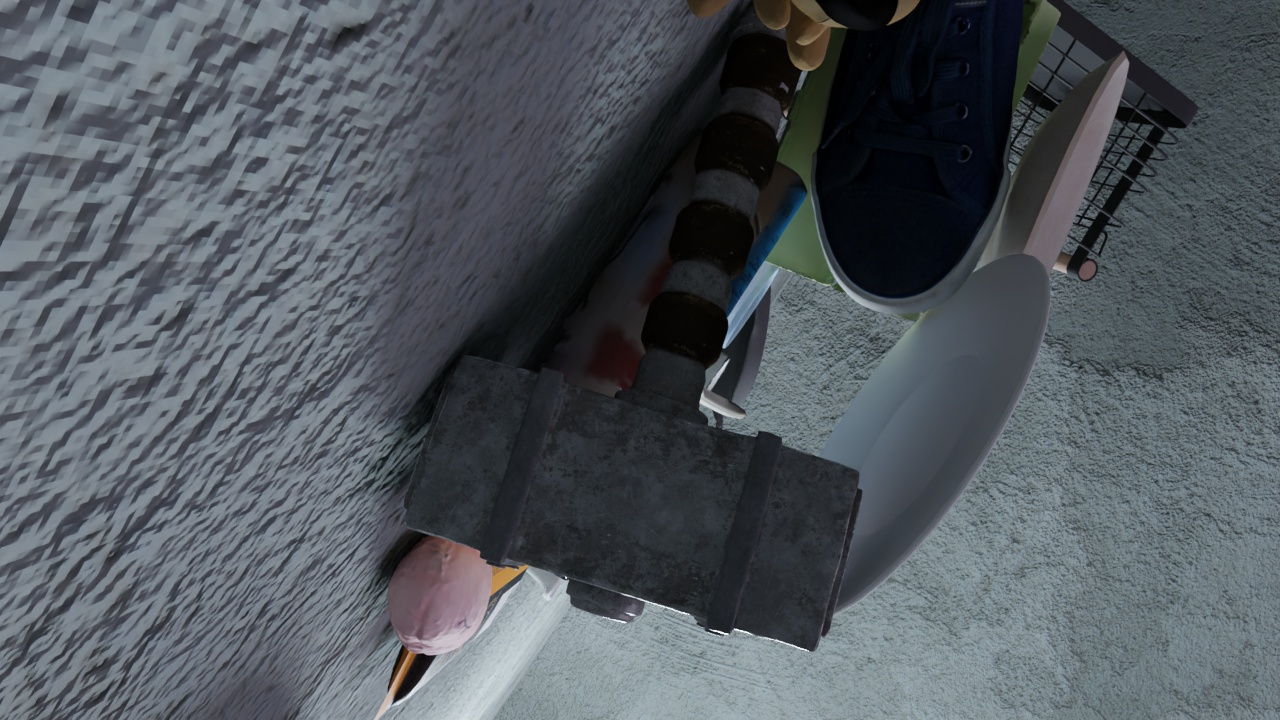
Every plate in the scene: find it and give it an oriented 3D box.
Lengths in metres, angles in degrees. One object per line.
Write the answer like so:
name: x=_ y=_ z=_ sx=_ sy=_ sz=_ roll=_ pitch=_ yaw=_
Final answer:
plate: x=0.230 y=-0.085 z=0.534 sx=0.188 sy=0.027 sz=0.189 roll=-45 pitch=148 yaw=-38
plate: x=0.131 y=0.040 z=0.452 sx=0.208 sy=0.015 sz=0.208 roll=-57 pitch=-178 yaw=3

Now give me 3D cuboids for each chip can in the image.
chip can: x=0.000 y=-0.018 z=0.506 sx=0.229 sy=0.080 sz=0.080 roll=-57 pitch=173 yaw=-2

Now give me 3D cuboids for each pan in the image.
pan: x=0.101 y=0.033 z=1.003 sx=0.217 sy=0.024 sz=0.354 roll=141 pitch=-41 yaw=-82

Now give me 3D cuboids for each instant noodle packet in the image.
instant noodle packet: x=-0.117 y=0.162 z=0.686 sx=0.160 sy=0.032 sz=0.220 roll=-62 pitch=172 yaw=3

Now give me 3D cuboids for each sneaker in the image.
sneaker: x=0.146 y=-0.168 z=0.445 sx=0.127 sy=0.121 sz=0.294 roll=-3 pitch=103 yaw=-67

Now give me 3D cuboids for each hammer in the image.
hammer: x=0.029 y=-0.046 z=0.419 sx=0.079 sy=0.177 sz=0.325 roll=91 pitch=15 yaw=-77

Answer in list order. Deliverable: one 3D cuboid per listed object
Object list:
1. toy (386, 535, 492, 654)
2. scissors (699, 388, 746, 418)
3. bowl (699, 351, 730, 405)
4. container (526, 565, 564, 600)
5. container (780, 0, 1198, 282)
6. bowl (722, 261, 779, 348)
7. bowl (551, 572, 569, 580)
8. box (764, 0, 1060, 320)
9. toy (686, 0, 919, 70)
toy: x=-0.106 y=0.116 z=0.524 sx=0.108 sy=0.053 sz=0.105 roll=103 pitch=8 yaw=-67
scissors: x=0.032 y=0.036 z=0.846 sx=0.199 sy=0.179 sz=0.015 roll=138 pitch=-48 yaw=-55
bowl: x=0.037 y=0.026 z=0.969 sx=0.116 sy=0.065 sz=0.116 roll=-54 pitch=173 yaw=-10
container: x=-0.082 y=0.193 z=1.003 sx=0.129 sy=0.049 sz=0.081 roll=-53 pitch=172 yaw=-17
container: x=0.242 y=-0.175 z=0.660 sx=0.130 sy=0.241 sz=0.162 roll=-61 pitch=-159 yaw=11
bowl: x=0.045 y=-0.055 z=0.624 sx=0.150 sy=0.075 sz=0.151 roll=-54 pitch=173 yaw=-10
bowl: x=-0.055 y=0.079 z=0.597 sx=0.114 sy=0.061 sz=0.114 roll=20 pitch=88 yaw=-85
box: x=0.148 y=-0.128 z=0.540 sx=0.064 sy=0.130 sz=0.188 roll=-2 pitch=114 yaw=-68
toy: x=0.069 y=-0.155 z=0.312 sx=0.108 sy=0.134 sz=0.105 roll=-7 pitch=-113 yaw=64
